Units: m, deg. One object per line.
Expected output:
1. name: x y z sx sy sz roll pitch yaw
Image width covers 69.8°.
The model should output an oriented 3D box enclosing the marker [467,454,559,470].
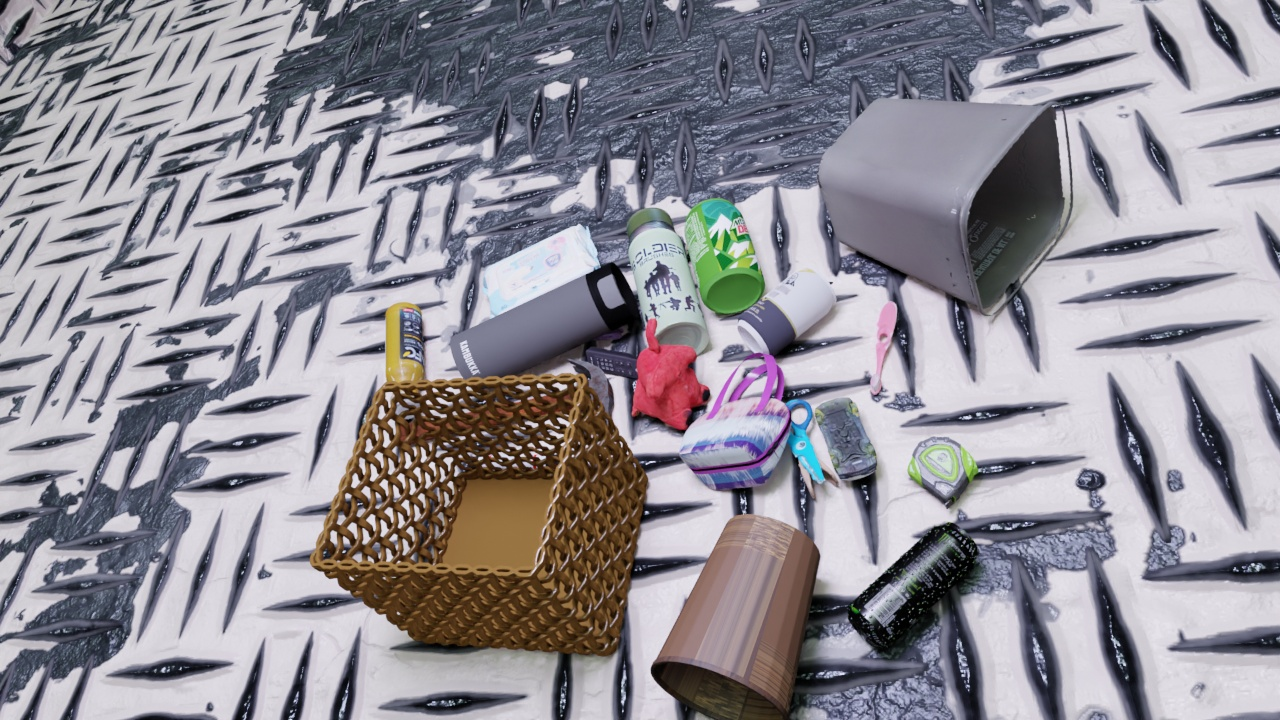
1. marker: -0.147 0.127 1.143 0.146 0.019 0.019 -4 53 20

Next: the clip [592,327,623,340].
1. clip: -0.050 -0.034 1.232 0.052 0.014 0.041 26 67 38

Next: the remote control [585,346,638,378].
1. remote control: -0.007 0.007 1.170 0.137 0.032 0.015 10 40 27

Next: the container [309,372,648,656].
1. container: -0.155 0.168 0.984 0.252 0.214 0.219 -3 53 21

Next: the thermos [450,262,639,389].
1. thermos: -0.126 -0.044 1.213 0.241 0.082 0.082 -24 49 9

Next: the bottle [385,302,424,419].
1. bottle: -0.333 -0.001 1.296 0.053 0.053 0.185 -20 49 7

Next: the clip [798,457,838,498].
1. clip: 0.186 0.126 1.004 0.039 0.024 0.060 -37 39 -12

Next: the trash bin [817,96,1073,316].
1. trash bin: 0.351 -0.199 1.085 0.197 0.197 0.220 -47 45 -16

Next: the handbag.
1. handbag: 0.119 0.060 1.055 0.145 0.068 0.169 -13 38 39

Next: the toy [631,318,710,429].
1. toy: 0.014 0.015 1.097 0.094 0.133 0.087 8 38 42

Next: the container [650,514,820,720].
1. container: 0.102 0.246 0.882 0.132 0.132 0.166 7 52 27

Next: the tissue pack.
1. tissue pack: -0.140 -0.111 1.290 0.182 0.070 0.112 -25 50 4

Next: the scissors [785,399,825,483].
1. scissors: 0.177 0.092 1.020 0.066 0.015 0.134 -30 33 6

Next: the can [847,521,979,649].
1. can: 0.261 0.215 0.881 0.137 0.054 0.054 -39 50 -10

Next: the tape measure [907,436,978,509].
1. tape measure: 0.314 0.112 0.953 0.058 0.036 0.065 -44 53 -1

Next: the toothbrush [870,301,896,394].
1. toothbrush: 0.285 -0.019 1.077 0.022 0.016 0.134 3 56 24

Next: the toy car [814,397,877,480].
1. toy car: 0.226 0.087 1.009 0.048 0.033 0.105 -20 45 9

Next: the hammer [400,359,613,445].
1. hammer: -0.179 0.069 1.196 0.301 0.028 0.110 -12 52 14

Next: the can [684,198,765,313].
1. can: 0.107 -0.138 1.199 0.083 0.083 0.144 -18 49 9

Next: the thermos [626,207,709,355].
1. thermos: 0.034 -0.108 1.214 0.082 0.082 0.231 -19 49 8

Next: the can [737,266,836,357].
1. can: 0.182 -0.062 1.121 0.127 0.064 0.064 -38 49 -9
